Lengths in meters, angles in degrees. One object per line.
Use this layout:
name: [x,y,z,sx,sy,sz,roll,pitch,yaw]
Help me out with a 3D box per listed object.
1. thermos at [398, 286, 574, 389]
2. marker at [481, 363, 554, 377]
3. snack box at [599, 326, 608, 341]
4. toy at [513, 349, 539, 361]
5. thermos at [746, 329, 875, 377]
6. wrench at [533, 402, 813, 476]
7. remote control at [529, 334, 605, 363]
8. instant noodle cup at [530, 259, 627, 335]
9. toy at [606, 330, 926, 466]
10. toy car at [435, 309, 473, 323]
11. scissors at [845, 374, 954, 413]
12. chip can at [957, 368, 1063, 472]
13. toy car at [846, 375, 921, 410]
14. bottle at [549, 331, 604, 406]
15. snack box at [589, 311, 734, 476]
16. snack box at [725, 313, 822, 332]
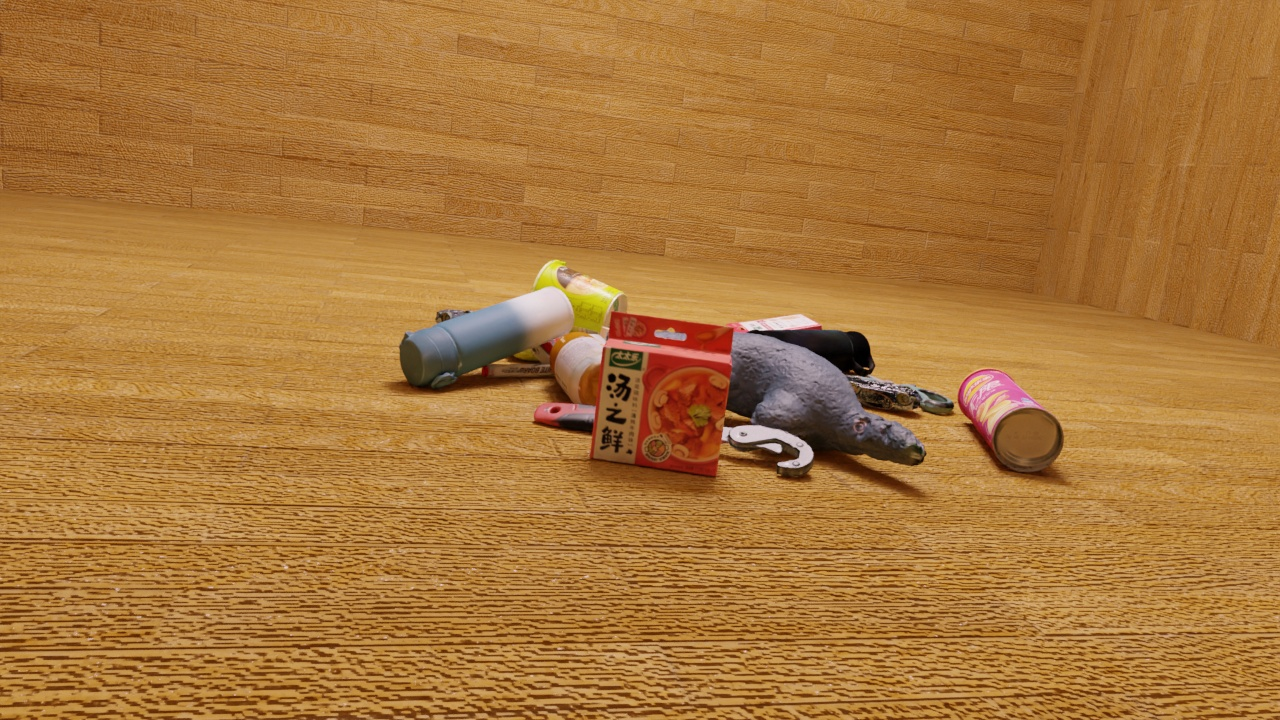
thermos: [-0.172,-0.027,1.041,0.070,0.070,0.219,16,28,37]
marker: [-0.119,0.012,1.091,0.145,0.017,0.017,0,13,-33]
snack box: [0.020,-0.009,1.213,0.084,0.026,0.157,15,4,-39]
toy: [-0.135,-0.020,1.199,0.100,0.031,0.097,-10,21,-41]
thermos: [0.244,-0.007,1.290,0.242,0.068,0.090,-3,31,-43]
wrench: [0.028,0.068,0.869,0.274,0.016,0.056,9,33,16]
remote control: [-0.084,-0.014,1.165,0.135,0.020,0.056,0,38,-49]
instant noodle cup: [-0.089,-0.082,1.385,0.123,0.112,0.111,19,15,19]
toy: [0.134,0.028,0.942,0.357,0.091,0.137,24,18,32]
toy car: [-0.223,-0.038,1.236,0.121,0.037,0.054,24,17,26]
scissors: [0.319,0.040,1.219,0.169,0.019,0.171,2,13,-19]
chip can: [0.406,0.062,1.022,0.071,0.071,0.210,9,12,9]
toy car: [0.298,0.043,1.152,0.106,0.031,0.048,13,12,22]
bottle: [-0.061,0.008,1.010,0.068,0.068,0.189,4,12,-17]
snack box: [0.019,0.028,0.803,0.113,0.127,0.044,7,11,5]
snack box: [0.207,-0.036,1.431,0.127,0.044,0.113,-8,13,-4]
